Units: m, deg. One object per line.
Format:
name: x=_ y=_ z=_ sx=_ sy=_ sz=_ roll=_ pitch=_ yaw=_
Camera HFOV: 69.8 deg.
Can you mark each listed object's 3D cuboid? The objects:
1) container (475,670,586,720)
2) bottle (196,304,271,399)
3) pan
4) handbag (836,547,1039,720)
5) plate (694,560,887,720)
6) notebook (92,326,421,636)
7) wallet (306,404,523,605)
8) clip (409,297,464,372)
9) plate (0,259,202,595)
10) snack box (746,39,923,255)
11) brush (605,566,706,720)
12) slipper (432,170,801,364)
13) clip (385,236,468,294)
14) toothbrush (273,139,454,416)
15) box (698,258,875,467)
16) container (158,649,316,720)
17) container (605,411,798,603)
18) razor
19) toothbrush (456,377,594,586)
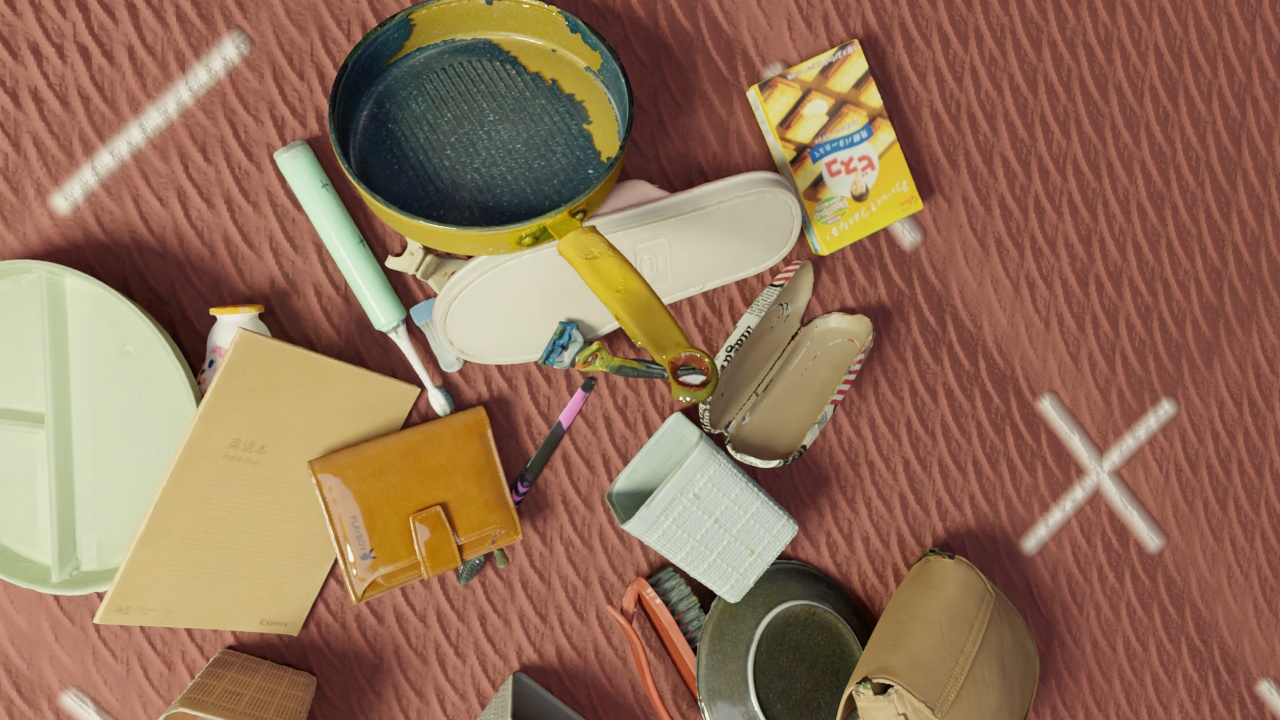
container: x=-0.099 y=0.320 z=0.696 sx=0.090 sy=0.090 sz=0.114 roll=40 pitch=93 yaw=-11
bottle: x=-0.278 y=0.015 z=0.643 sx=0.063 sy=0.063 sz=0.108 roll=-3 pitch=97 yaw=-8
pan: x=-0.061 y=-0.106 z=0.569 sx=0.197 sy=0.078 sz=0.357 roll=-29 pitch=70 yaw=-15
handbag: x=0.224 y=0.250 z=0.697 sx=0.203 sy=0.100 sz=0.148 roll=-39 pitch=103 yaw=-46
plate: x=0.125 y=0.242 z=0.705 sx=0.179 sy=0.024 sz=0.179 roll=11 pitch=65 yaw=-26
notebook: x=-0.257 y=0.093 z=0.635 sx=0.149 sy=0.012 sz=0.211 roll=25 pitch=93 yaw=-51
wallet: x=-0.157 y=0.108 z=0.662 sx=0.130 sy=0.035 sz=0.119 roll=-19 pitch=89 yaw=-24
clip: x=-0.147 y=-0.019 z=0.680 sx=0.024 sy=0.028 sz=0.057 roll=-26 pitch=101 yaw=0
plate: x=-0.397 y=0.046 z=0.621 sx=0.230 sy=0.027 sz=0.230 roll=1 pitch=101 yaw=7
snack box: x=0.149 y=-0.161 z=0.701 sx=0.087 sy=0.034 sz=0.140 roll=-25 pitch=102 yaw=-4
brush: x=0.030 y=0.233 z=0.716 sx=0.069 sy=0.063 sz=0.146 roll=-32 pitch=99 yaw=-17
slipper: x=-0.018 y=-0.073 z=0.658 sx=0.274 sy=0.054 sz=0.114 roll=-20 pitch=137 yaw=-1
clip: x=-0.157 y=-0.072 z=0.644 sx=0.098 sy=0.099 sz=0.035 roll=33 pitch=93 yaw=18
toothbrush: x=-0.196 y=-0.055 z=0.665 sx=0.026 sy=0.027 sz=0.224 roll=-25 pitch=100 yaw=19
box: x=0.106 y=-0.002 z=0.667 sx=0.161 sy=0.075 sz=0.085 roll=-51 pitch=130 yaw=-29
container: x=-0.287 y=0.269 z=0.648 sx=0.090 sy=0.111 sz=0.090 roll=21 pitch=94 yaw=-10
container: x=0.047 y=0.113 z=0.693 sx=0.111 sy=0.090 sz=0.090 roll=41 pitch=90 yaw=-14
razor: x=-0.004 y=0.004 z=0.683 sx=0.142 sy=0.022 sz=0.043 roll=11 pitch=133 yaw=-30
toothbrush: x=-0.088 y=0.093 z=0.705 sx=0.014 sy=0.018 sz=0.189 roll=33 pitch=90 yaw=-19
